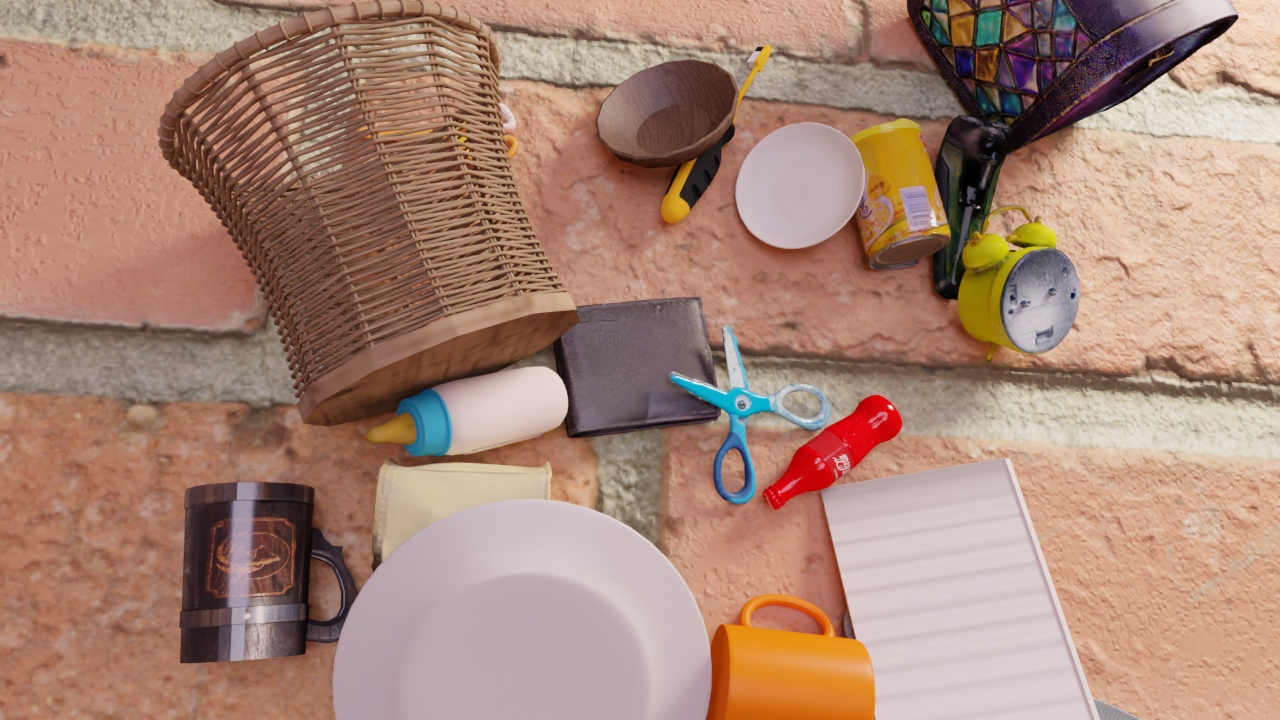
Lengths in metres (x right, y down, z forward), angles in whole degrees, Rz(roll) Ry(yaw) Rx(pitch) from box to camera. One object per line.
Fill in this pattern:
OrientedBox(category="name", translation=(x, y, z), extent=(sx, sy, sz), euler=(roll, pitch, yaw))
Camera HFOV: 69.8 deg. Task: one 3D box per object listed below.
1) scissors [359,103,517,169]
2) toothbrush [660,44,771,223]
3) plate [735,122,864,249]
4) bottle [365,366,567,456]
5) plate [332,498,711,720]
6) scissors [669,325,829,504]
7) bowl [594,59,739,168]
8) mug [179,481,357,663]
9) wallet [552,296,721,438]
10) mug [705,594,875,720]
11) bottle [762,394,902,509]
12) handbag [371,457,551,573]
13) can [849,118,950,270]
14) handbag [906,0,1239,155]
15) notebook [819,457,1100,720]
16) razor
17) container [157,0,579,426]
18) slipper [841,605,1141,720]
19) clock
OrientedBox(category="scissors", translation=(-0.163, -0.184, 0.736), extent=(0.128, 0.013, 0.064), euler=(1, 73, -8))
OrientedBox(category="toothbrush", translation=(0.066, -0.191, 0.758), extent=(0.031, 0.031, 0.196), euler=(16, 65, 31))
OrientedBox(category="plate", translation=(0.130, -0.137, 0.738), extent=(0.104, 0.026, 0.104), euler=(-5, 79, 24))
OrientedBox(category="bottle", translation=(-0.119, 0.038, 0.628), extent=(0.145, 0.051, 0.051), euler=(-11, 73, -40))
OrientedBox(category="plate", translation=(-0.073, 0.209, 0.585), extent=(0.242, 0.016, 0.242), euler=(-1, 96, -6))
OrientedBox(category="scissors", translation=(0.077, 0.045, 0.687), extent=(0.134, 0.011, 0.137), euler=(22, 80, -18))
OrientedBox(category="bowl", translation=(0.024, -0.192, 0.736), extent=(0.118, 0.030, 0.117), euler=(-10, 52, 13))
OrientedBox(category="mug", translation=(-0.241, 0.140, 0.607), extent=(0.115, 0.080, 0.107), euler=(6, 73, -33))
OrientedBox(category="wallet", translation=(-0.004, 0.004, 0.694), extent=(0.120, 0.031, 0.099), euler=(-7, 78, -11))
OrientedBox(category="mug", translation=(0.099, 0.210, 0.628), extent=(0.096, 0.078, 0.112), euler=(8, 45, -5))
OrientedBox(category="bottle", translation=(0.141, 0.071, 0.686), extent=(0.119, 0.036, 0.036), euler=(-34, 81, -14))
OrientedBox(category="handbag", translation=(-0.120, 0.123, 0.621), extent=(0.119, 0.081, 0.111), euler=(2, 81, -8))
OrientedBox(category="can", translation=(0.204, -0.133, 0.736), extent=(0.067, 0.068, 0.105), euler=(-8, 75, -9))
OrientedBox(category="handbag", translation=(0.332, -0.297, 0.718), extent=(0.125, 0.222, 0.204), euler=(-25, 77, -13))
OrientedBox(category="notebook", translation=(0.220, 0.177, 0.643), extent=(0.142, 0.009, 0.209), euler=(-10, 63, 2))
OrientedBox(category="razor", translation=(0.266, -0.126, 0.745), extent=(0.054, 0.067, 0.151), euler=(12, 81, -1))
OrientedBox(category="container", translation=(-0.163, -0.083, 0.602), extent=(0.226, 0.227, 0.196), euler=(-22, 84, -13))
OrientedBox(category="slipper", translation=(0.257, 0.254, 0.635), extent=(0.269, 0.055, 0.098), euler=(32, 69, 19))
OrientedBox(category="clock", translation=(0.292, -0.061, 0.712), extent=(0.083, 0.057, 0.119), euler=(-15, 105, -22))
